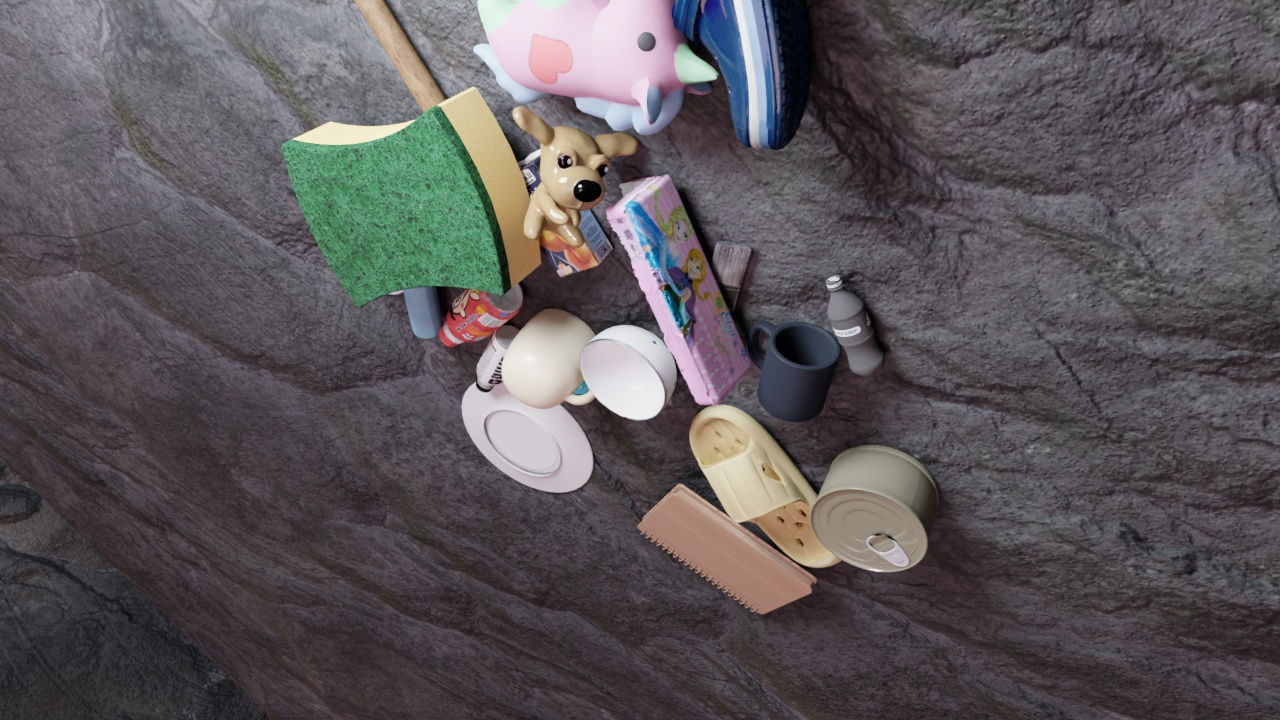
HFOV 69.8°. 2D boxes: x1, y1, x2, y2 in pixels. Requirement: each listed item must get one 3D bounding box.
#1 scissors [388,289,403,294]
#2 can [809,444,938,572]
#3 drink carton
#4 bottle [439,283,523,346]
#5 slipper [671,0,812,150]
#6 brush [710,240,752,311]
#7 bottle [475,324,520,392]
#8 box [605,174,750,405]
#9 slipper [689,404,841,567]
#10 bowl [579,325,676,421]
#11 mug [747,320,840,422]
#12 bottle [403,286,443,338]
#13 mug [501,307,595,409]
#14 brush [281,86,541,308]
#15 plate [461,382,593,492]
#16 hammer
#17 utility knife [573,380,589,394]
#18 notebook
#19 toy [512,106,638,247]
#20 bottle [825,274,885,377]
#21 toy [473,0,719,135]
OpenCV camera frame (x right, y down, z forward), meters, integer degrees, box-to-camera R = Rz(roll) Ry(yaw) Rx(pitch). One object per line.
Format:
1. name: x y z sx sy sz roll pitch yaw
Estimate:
1. scissors: -0.281 -0.110 1.156 0.179 0.016 0.105 12 132 18
2. can: 0.260 0.163 1.016 0.128 0.073 0.128 17 134 18
3. drink carton: -0.091 -0.156 0.977 0.064 0.040 0.130 -15 118 39
4. bottle: -0.201 -0.056 1.116 0.062 0.061 0.138 47 135 -13
5. slipper: 0.071 -0.290 0.714 0.095 0.104 0.253 -3 117 24
6. brush: 0.084 -0.066 0.968 0.039 0.012 0.152 24 137 13
7. bottle: -0.184 0.003 1.172 0.041 0.041 0.116 36 137 -1
8. box: 0.019 -0.067 0.944 0.106 0.086 0.230 -4 120 43
9. slipper: 0.143 0.169 1.092 0.261 0.079 0.112 48 139 -14
10. bowl: -0.006 0.006 1.046 0.113 0.063 0.114 22 136 22
11. mug: 0.151 0.002 0.954 0.105 0.071 0.078 43 144 32
12. bottle: -0.272 -0.087 1.133 0.040 0.040 0.130 16 135 19
13. mug: -0.102 0.011 1.086 0.120 0.099 0.096 33 137 2
14. brush: -0.242 -0.165 0.974 0.251 0.075 0.195 -2 120 32
15. plate: -0.161 0.110 1.271 0.209 0.015 0.209 17 134 18
16. hammer: -0.258 -0.339 0.925 0.130 0.040 0.322 -13 120 34
17. utility knife: -0.100 0.031 1.165 0.124 0.015 0.022 0 85 29
18. notebook: 0.106 0.254 1.204 0.210 0.022 0.169 35 149 0
19. toy: -0.073 -0.169 0.876 0.134 0.105 0.108 5 129 -33
20. bottle: 0.208 -0.035 0.901 0.036 0.036 0.110 -8 122 36
21. toy: -0.048 -0.269 0.809 0.223 0.119 0.171 -14 109 38
